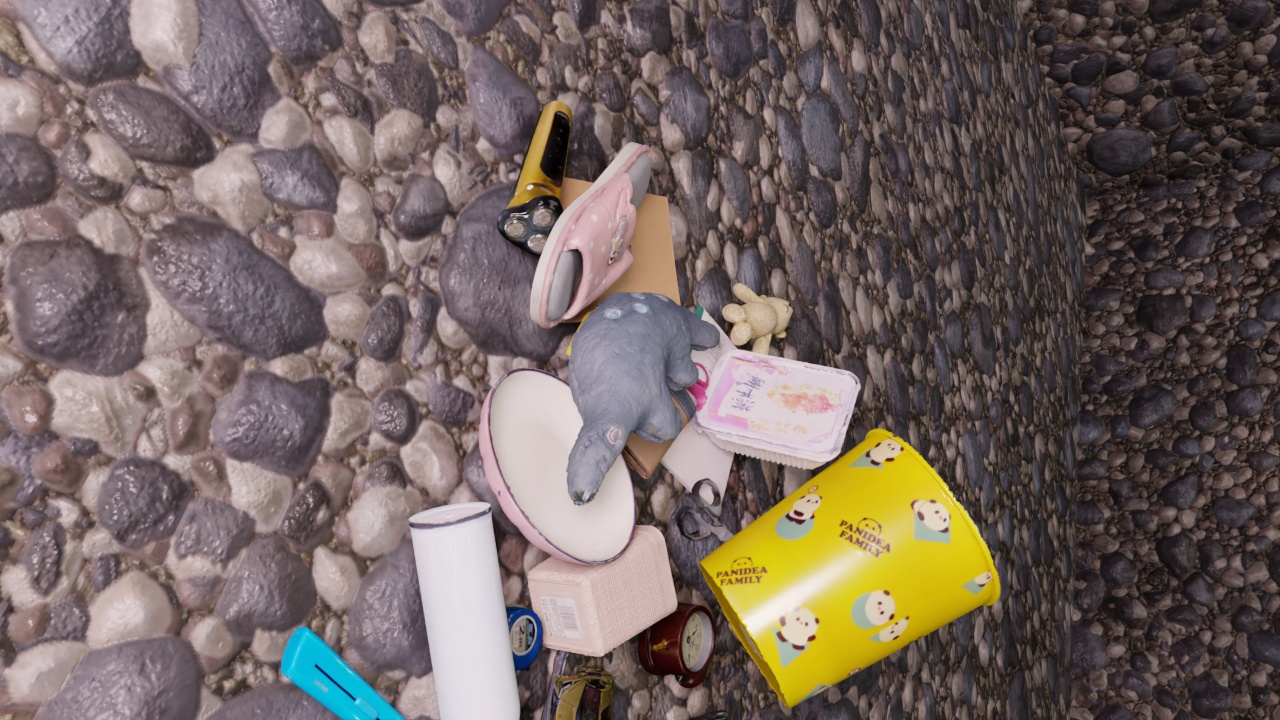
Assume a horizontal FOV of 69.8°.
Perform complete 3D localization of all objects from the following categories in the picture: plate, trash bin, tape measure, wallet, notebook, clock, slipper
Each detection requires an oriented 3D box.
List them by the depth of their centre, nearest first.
[{"bbox_3d":[-0.112,0.246,0.812,0.054,0.025,0.058,7,83,-55],"label":"tape measure"},{"bbox_3d":[-0.079,0.099,0.827,0.192,0.039,0.192,41,31,-32],"label":"plate"},{"bbox_3d":[-0.033,-0.123,0.888,0.273,0.054,0.114,-61,166,-47],"label":"slipper"},{"bbox_3d":[0.007,0.058,0.983,0.090,0.033,0.115,51,46,-15],"label":"wallet"},{"bbox_3d":[0.046,0.304,0.990,0.122,0.055,0.081,49,49,-40],"label":"clock"},{"bbox_3d":[-0.025,-0.115,0.991,0.211,0.012,0.149,-3,86,-53],"label":"notebook"},{"bbox_3d":[0.220,0.237,1.026,0.255,0.229,0.230,-30,116,-7],"label":"trash bin"},{"bbox_3d":[0.081,0.058,1.108,0.150,0.012,0.208,47,50,-39],"label":"notebook"}]

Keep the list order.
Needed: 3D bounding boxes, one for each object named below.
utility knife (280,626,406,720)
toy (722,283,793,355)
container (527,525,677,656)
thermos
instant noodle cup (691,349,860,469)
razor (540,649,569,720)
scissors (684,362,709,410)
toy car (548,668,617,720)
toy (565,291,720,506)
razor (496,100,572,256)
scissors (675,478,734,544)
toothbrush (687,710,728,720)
[{"bbox_3d":[-0.200,0.272,0.696,0.203,0.018,0.034,58,43,-33],"label":"utility knife"},{"bbox_3d":[0.147,-0.053,1.167,0.157,0.066,0.105,-15,80,-61],"label":"toy"},{"bbox_3d":[-0.038,0.216,0.865,0.110,0.090,0.090,-20,102,-49],"label":"container"},{"bbox_3d":[-0.138,0.232,0.747,0.073,0.073,0.224,-13,96,-53],"label":"thermos"},{"bbox_3d":[0.161,0.065,1.080,0.060,0.174,0.137,78,31,-44],"label":"instant noodle cup"},{"bbox_3d":[-0.083,0.334,0.842,0.043,0.022,0.142,68,25,-68],"label":"razor"},{"bbox_3d":[0.035,0.000,1.041,0.135,0.017,0.064,43,52,-28],"label":"scissors"},{"bbox_3d":[-0.052,0.321,0.837,0.158,0.042,0.070,47,44,-71],"label":"toy car"},{"bbox_3d":[-0.005,0.005,0.904,0.138,0.092,0.355,58,33,-14],"label":"toy"},{"bbox_3d":[-0.091,-0.179,0.872,0.062,0.068,0.167,29,55,-32],"label":"razor"},{"bbox_3d":[0.102,0.199,1.098,0.172,0.014,0.142,1,98,-44],"label":"scissors"},{"bbox_3d":[0.051,0.405,1.019,0.181,0.018,0.015,17,68,-53],"label":"toothbrush"}]
